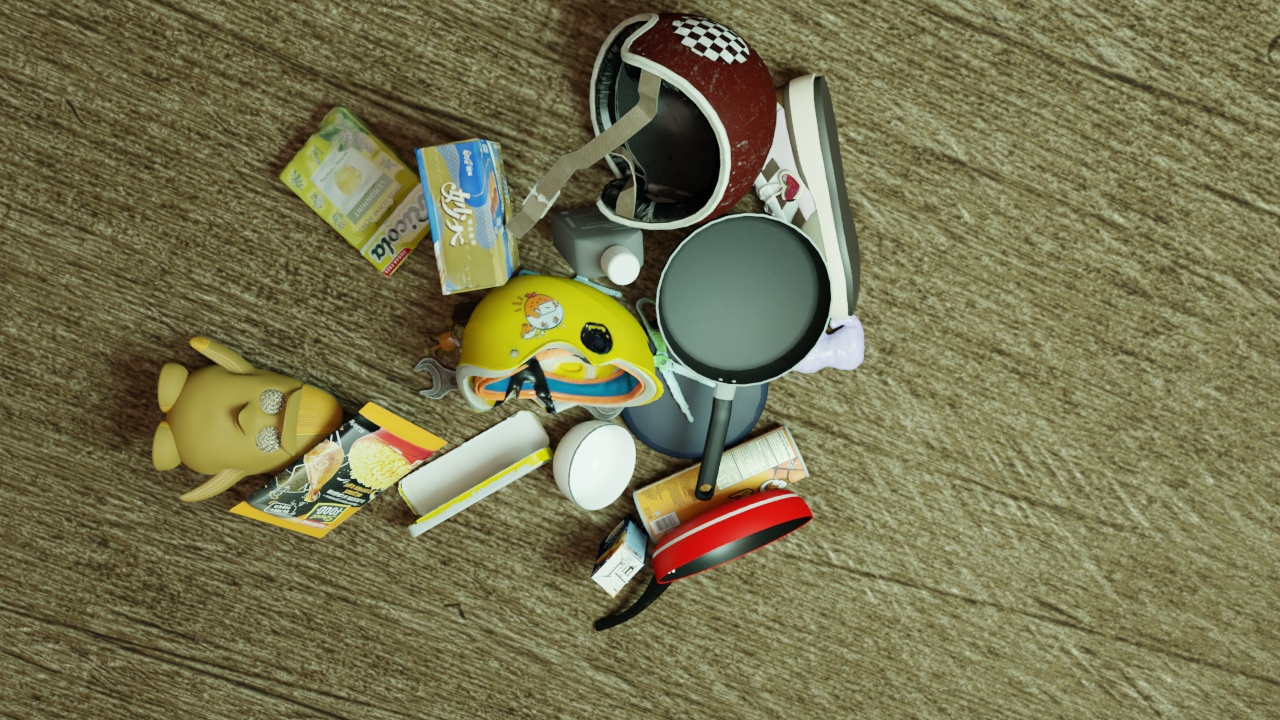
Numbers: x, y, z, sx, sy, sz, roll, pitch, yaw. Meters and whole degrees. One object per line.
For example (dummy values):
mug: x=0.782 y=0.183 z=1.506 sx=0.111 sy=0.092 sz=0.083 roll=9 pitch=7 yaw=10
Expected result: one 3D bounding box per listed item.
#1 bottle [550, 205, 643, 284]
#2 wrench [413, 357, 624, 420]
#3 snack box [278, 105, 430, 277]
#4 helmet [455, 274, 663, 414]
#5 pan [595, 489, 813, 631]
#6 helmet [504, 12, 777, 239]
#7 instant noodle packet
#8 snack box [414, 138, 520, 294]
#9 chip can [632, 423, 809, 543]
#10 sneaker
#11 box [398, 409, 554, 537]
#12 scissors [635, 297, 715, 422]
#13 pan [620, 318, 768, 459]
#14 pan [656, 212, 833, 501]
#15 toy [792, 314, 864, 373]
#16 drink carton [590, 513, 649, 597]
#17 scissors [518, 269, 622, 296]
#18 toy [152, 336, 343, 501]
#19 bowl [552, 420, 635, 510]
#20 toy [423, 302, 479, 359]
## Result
bottle: x=-0.043 y=-0.132 z=1.055 sx=0.083 sy=0.174 sz=0.046 roll=-10 pitch=117 yaw=-15
wrench: x=-0.154 y=0.033 z=1.175 sx=0.273 sy=0.010 sz=0.070 roll=5 pitch=103 yaw=2
snack box: x=-0.333 y=-0.206 z=1.109 sx=0.181 sy=0.045 sz=0.121 roll=43 pitch=98 yaw=-10
helmet: x=-0.094 y=-0.025 z=1.074 sx=0.239 sy=0.210 sz=0.139 roll=3 pitch=71 yaw=-18
pan: x=0.060 y=0.259 z=1.180 sx=0.357 sy=0.208 sz=0.067 roll=-34 pitch=68 yaw=30
helmet: x=0.025 y=-0.253 z=1.007 sx=0.234 sy=0.252 sz=0.234 roll=24 pitch=133 yaw=12
instant noodle packet: x=-0.371 y=0.143 z=1.148 sx=0.221 sy=0.160 sz=0.032 roll=-37 pitch=58 yaw=6
snack box: x=-0.190 y=-0.167 z=1.041 sx=0.069 sy=0.202 sz=0.155 roll=-8 pitch=102 yaw=0
chip can: x=0.103 y=0.159 z=1.186 sx=0.215 sy=0.075 sz=0.075 roll=-25 pitch=102 yaw=4
sneaker: x=0.188 y=-0.185 z=1.109 sx=0.117 sy=0.111 sz=0.294 roll=-8 pitch=105 yaw=23
box: x=-0.214 y=0.151 z=1.175 sx=0.209 sy=0.080 sz=0.079 roll=-30 pitch=104 yaw=6
scissors: x=0.032 y=-0.004 z=1.157 sx=0.170 sy=0.028 sz=0.139 roll=26 pitch=97 yaw=-7
pan: x=-0.007 y=0.007 z=1.179 sx=0.356 sy=0.021 sz=0.199 roll=20 pitch=101 yaw=-5
pan: x=0.105 y=0.000 z=1.087 sx=0.204 sy=0.044 sz=0.356 roll=8 pitch=108 yaw=-7
toy: x=0.236 y=-0.023 z=1.170 sx=0.099 sy=0.036 sz=0.080 roll=1 pitch=93 yaw=-7
drink carton: x=-0.025 y=0.247 z=1.175 sx=0.040 sy=0.130 sz=0.064 roll=42 pitch=98 yaw=-3
scissors: x=-0.091 y=-0.110 z=1.149 sx=0.135 sy=0.015 sz=0.135 roll=-6 pitch=92 yaw=-1
toy: x=-0.470 y=0.075 z=1.118 sx=0.203 sy=0.163 sz=0.198 roll=4 pitch=87 yaw=-14
bowl: x=-0.067 y=0.128 z=1.169 sx=0.113 sy=0.063 sz=0.113 roll=-16 pitch=113 yaw=-41
toy: x=-0.227 y=-0.030 z=1.145 sx=0.100 sy=0.062 sz=0.076 roll=-22 pitch=83 yaw=9
